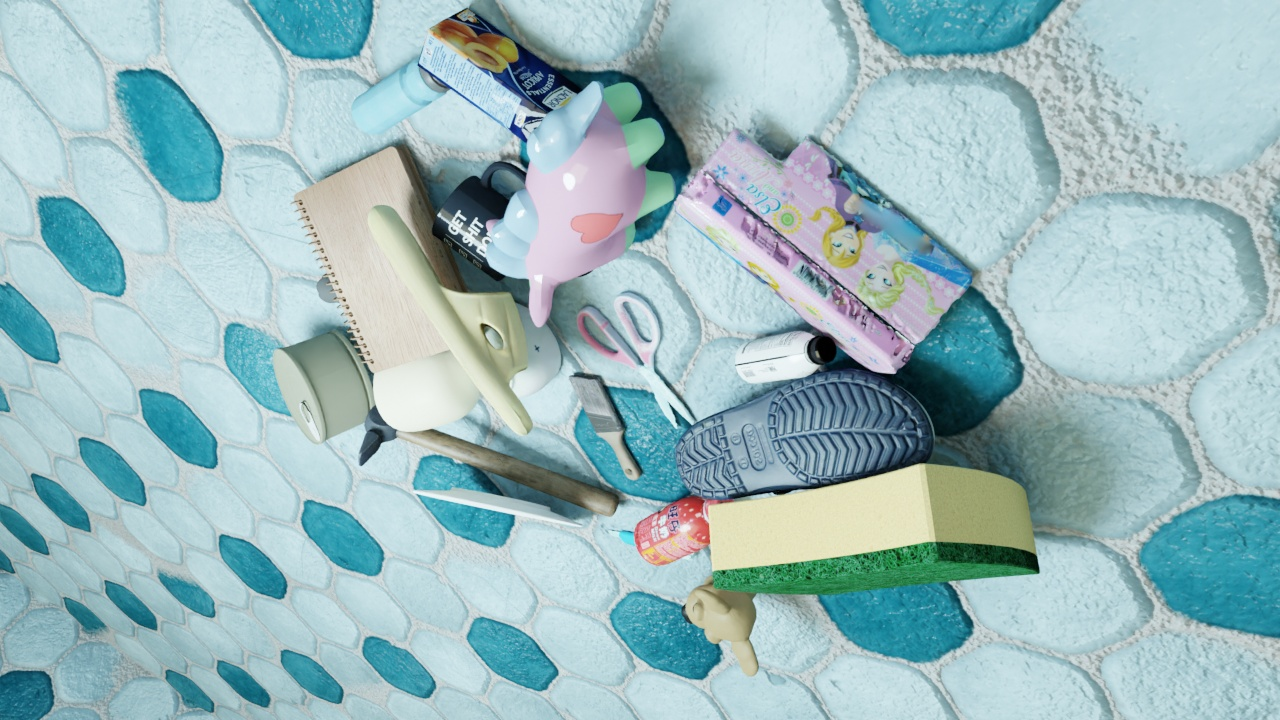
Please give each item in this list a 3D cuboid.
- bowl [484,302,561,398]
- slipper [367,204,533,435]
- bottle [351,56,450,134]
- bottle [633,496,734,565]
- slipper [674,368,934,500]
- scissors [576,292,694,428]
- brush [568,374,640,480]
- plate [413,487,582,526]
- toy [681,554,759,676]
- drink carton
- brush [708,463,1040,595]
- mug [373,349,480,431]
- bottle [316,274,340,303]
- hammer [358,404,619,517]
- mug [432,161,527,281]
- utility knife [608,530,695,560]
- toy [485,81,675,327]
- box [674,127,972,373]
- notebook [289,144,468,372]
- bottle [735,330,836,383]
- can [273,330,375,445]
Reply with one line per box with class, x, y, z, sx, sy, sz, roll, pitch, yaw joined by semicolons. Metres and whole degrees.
bowl;-0.150;-0.004;1.001;0.113;0.063;0.114;17;132;20
slipper;-0.165;-0.050;0.892;0.261;0.079;0.111;55;170;-5
bottle;-0.218;-0.250;0.854;0.130;0.040;0.040;-14;117;39
bottle;0.054;0.186;1.035;0.062;0.061;0.138;45;134;-9
slipper;0.150;0.070;0.860;0.253;0.095;0.105;-15;83;32
scissors;0.015;0.003;0.940;0.179;0.016;0.106;49;134;-12
brush;-0.036;0.076;1.032;0.039;0.012;0.151;-5;122;34
plate;-0.171;0.175;1.118;0.208;0.015;0.209;11;168;2
toy;0.101;0.272;1.042;0.106;0.108;0.134;-12;119;36
drink carton;-0.117;-0.239;0.783;0.130;0.064;0.040;36;136;0
brush;0.209;0.161;0.829;0.251;0.075;0.194;-19;155;41
mug;-0.239;0.017;1.058;0.100;0.096;0.120;-13;77;29
bottle;-0.326;-0.076;1.067;0.110;0.036;0.036;14;131;22
hammer;-0.179;0.123;1.107;0.322;0.129;0.040;20;136;3
mug;-0.140;-0.140;0.883;0.077;0.071;0.105;36;115;0
utility knife;0.011;0.223;1.125;0.124;0.015;0.022;9;127;29
toy;-0.060;-0.136;0.760;0.120;0.171;0.222;62;178;22
box;0.148;-0.098;0.763;0.230;0.105;0.086;39;180;-3
notebook;-0.272;-0.100;0.975;0.169;0.022;0.210;-15;102;30
bottle;0.130;-0.004;0.816;0.041;0.041;0.116;50;157;-13
can;-0.393;0.032;1.142;0.128;0.073;0.128;32;135;39
